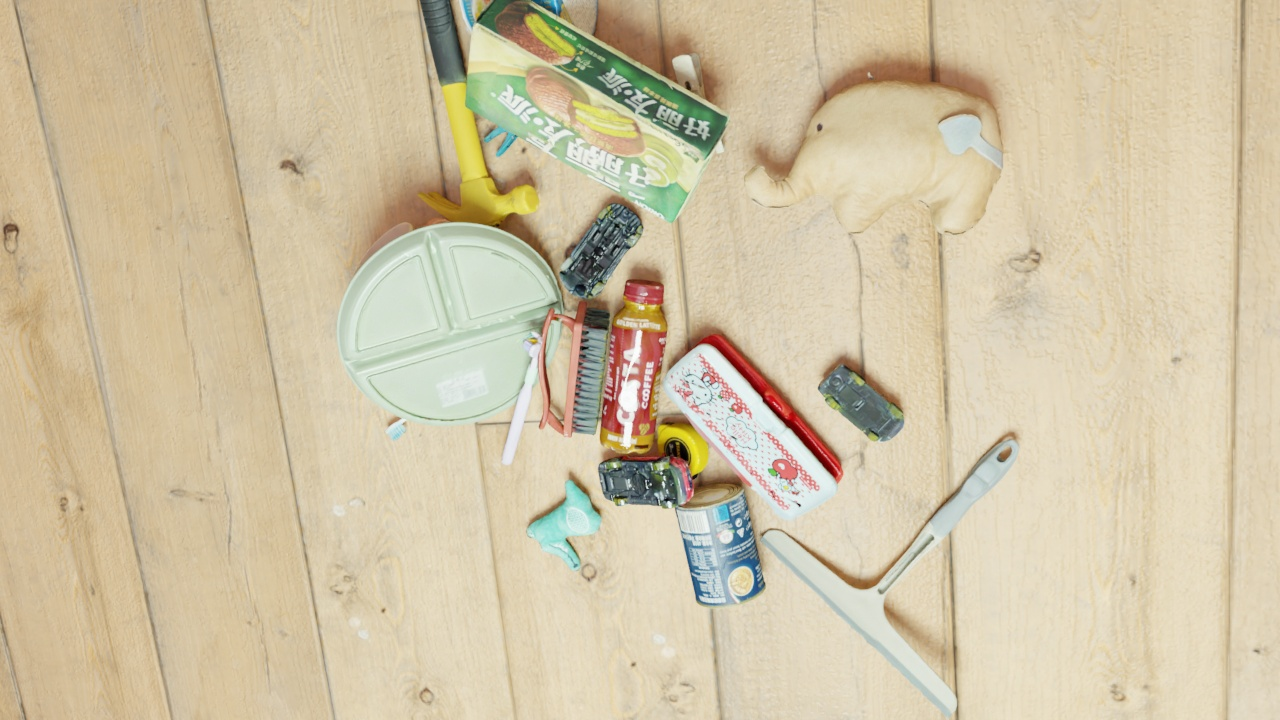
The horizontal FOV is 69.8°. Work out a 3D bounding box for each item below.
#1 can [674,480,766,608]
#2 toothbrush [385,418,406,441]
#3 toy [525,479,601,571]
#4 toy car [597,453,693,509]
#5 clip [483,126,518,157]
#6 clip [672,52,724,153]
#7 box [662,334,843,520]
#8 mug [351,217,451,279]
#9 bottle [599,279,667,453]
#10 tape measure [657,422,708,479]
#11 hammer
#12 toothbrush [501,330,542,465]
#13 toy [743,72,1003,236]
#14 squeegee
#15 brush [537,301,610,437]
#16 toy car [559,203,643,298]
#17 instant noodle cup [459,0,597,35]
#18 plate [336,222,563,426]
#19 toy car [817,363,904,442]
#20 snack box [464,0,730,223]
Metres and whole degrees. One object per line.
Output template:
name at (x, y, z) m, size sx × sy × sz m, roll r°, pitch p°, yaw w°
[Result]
can at (0.082, 0.188, 0.948) m, size 0.075 × 0.075 × 0.111 m, roll -11°, pitch 98°, yaw 16°
toothbrush at (-0.204, 0.019, 1.010) m, size 0.225 × 0.026 × 0.027 m, roll -37°, pitch 83°, yaw 18°
toy at (-0.082, 0.186, 1.014) m, size 0.092 × 0.030 × 0.096 m, roll -31°, pitch 100°, yaw 23°
toy car at (0.007, 0.122, 0.948) m, size 0.121 × 0.045 × 0.053 m, roll -3°, pitch 102°, yaw 47°
clip at (-0.136, -0.236, 0.948) m, size 0.056 × 0.014 × 0.041 m, roll -37°, pitch 90°, yaw 20°
clip at (0.054, -0.247, 0.888) m, size 0.034 × 0.064 × 0.098 m, roll -12°, pitch 105°, yaw 17°
box at (0.109, 0.072, 0.921) m, size 0.091 × 0.068 × 0.201 m, roll -43°, pitch 90°, yaw 18°
mug at (-0.220, -0.088, 0.949) m, size 0.114 × 0.082 × 0.106 m, roll -53°, pitch 124°, yaw -10°
bottle at (-0.006, 0.005, 0.941) m, size 0.057 × 0.057 × 0.175 m, roll 10°, pitch 104°, yaw 12°
tape measure at (0.045, 0.094, 0.958) m, size 0.057 × 0.028 × 0.060 m, roll 4°, pitch 105°, yaw 41°
hammer at (-0.191, -0.282, 0.935) m, size 0.129 × 0.032 × 0.301 m, roll -9°, pitch 96°, yaw 26°
toothbrush at (-0.127, 0.047, 0.964) m, size 0.021 × 0.029 × 0.190 m, roll 8°, pitch 131°, yaw -12°
toy at (0.210, -0.187, 0.836) m, size 0.226 × 0.082 × 0.143 m, roll 3°, pitch 90°, yaw 16°
squeegee at (0.289, 0.173, 0.913) m, size 0.246 × 0.039 × 0.247 m, roll 42°, pitch 102°, yaw 21°
brush at (-0.072, 0.015, 0.950) m, size 0.069 × 0.063 × 0.146 m, roll 7°, pitch 117°, yaw -1°
toy car at (-0.040, -0.111, 0.939) m, size 0.049 × 0.031 × 0.106 m, roll 40°, pitch 105°, yaw 6°
instant noodle cup at (-0.109, -0.348, 0.882) m, size 0.110 × 0.099 × 0.099 m, roll 4°, pitch 102°, yaw 21°
plate at (-0.186, -0.028, 0.925) m, size 0.230 × 0.027 × 0.231 m, roll -10°, pitch 122°, yaw -16°
toy car at (0.219, 0.042, 0.904) m, size 0.090 × 0.035 × 0.042 m, roll 40°, pitch 109°, yaw -3°
snack box at (-0.044, -0.234, 0.855) m, size 0.240 × 0.115 × 0.063 m, roll 29°, pitch 64°, yaw -2°
